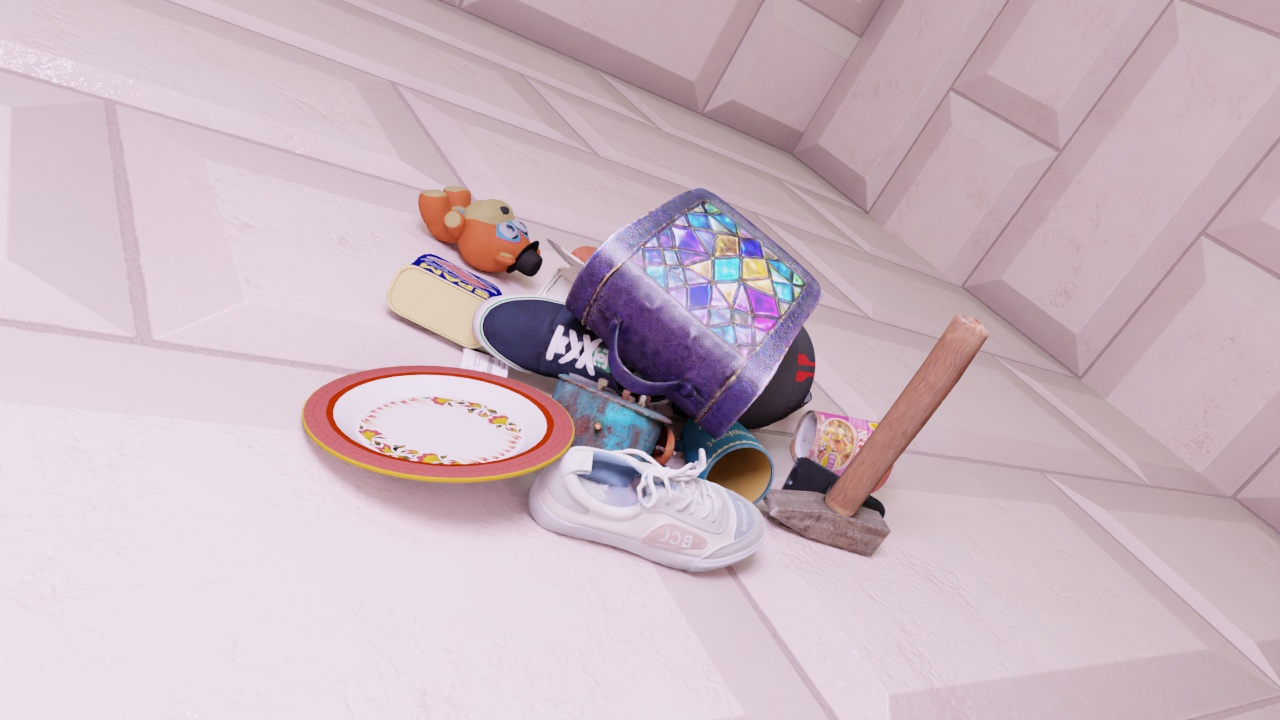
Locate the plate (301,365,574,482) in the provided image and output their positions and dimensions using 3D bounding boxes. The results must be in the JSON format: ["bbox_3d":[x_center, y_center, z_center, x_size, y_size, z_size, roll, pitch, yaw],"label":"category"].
[{"bbox_3d":[-0.172,0.056,0.797,0.230,0.021,0.229,8,20,-3],"label":"plate"}]

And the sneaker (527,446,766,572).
[{"bbox_3d":[0.025,0.129,0.830,0.242,0.091,0.089,16,50,-25],"label":"sneaker"}]

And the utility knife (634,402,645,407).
[{"bbox_3d":[0.015,0.020,1.071,0.022,0.015,0.151,28,56,5],"label":"utility knife"}]

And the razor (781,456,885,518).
[{"bbox_3d":[0.235,0.162,1.111,0.151,0.054,0.067,24,6,-30],"label":"razor"}]

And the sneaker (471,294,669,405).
[{"bbox_3d":[-0.061,-0.010,0.973,0.235,0.084,0.079,20,-1,-19],"label":"sneaker"}]

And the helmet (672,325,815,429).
[{"bbox_3d":[0.128,0.004,1.127,0.170,0.164,0.264,6,0,-1],"label":"helmet"}]

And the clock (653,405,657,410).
[{"bbox_3d":[-0.007,0.007,1.134,0.087,0.044,0.124,24,24,-16],"label":"clock"}]

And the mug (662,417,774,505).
[{"bbox_3d":[0.074,0.105,0.999,0.112,0.084,0.104,-8,28,-13],"label":"mug"}]

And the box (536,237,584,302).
[{"bbox_3d":[-0.049,-0.085,1.045,0.143,0.193,0.106,33,-1,20],"label":"box"}]

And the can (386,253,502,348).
[{"bbox_3d":[-0.211,-0.069,1.013,0.116,0.057,0.092,27,14,-9],"label":"can"}]

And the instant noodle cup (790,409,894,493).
[{"bbox_3d":[0.260,0.112,1.190,0.108,0.098,0.097,17,25,-13],"label":"instant noodle cup"}]

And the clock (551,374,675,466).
[{"bbox_3d":[-0.024,0.062,0.921,0.121,0.073,0.157,22,-2,38],"label":"clock"}]

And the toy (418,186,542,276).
[{"bbox_3d":[-0.206,-0.167,1.205,0.176,0.096,0.112,43,23,2],"label":"toy"}]

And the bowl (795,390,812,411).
[{"bbox_3d":[0.180,0.041,1.290,0.114,0.045,0.114,25,23,-12],"label":"bowl"}]

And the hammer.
[{"bbox_3d":[0.266,0.077,0.985,0.157,0.301,0.037,20,25,-24],"label":"hammer"}]

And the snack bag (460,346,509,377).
[{"bbox_3d":[-0.164,0.026,0.938,0.057,0.013,0.157,21,23,-14],"label":"snack bag"}]

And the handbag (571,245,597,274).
[{"bbox_3d":[-0.019,-0.087,1.291,0.172,0.060,0.108,44,21,23],"label":"handbag"}]

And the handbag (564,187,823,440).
[{"bbox_3d":[0.050,-0.043,0.922,0.205,0.126,0.221,41,52,6],"label":"handbag"}]
